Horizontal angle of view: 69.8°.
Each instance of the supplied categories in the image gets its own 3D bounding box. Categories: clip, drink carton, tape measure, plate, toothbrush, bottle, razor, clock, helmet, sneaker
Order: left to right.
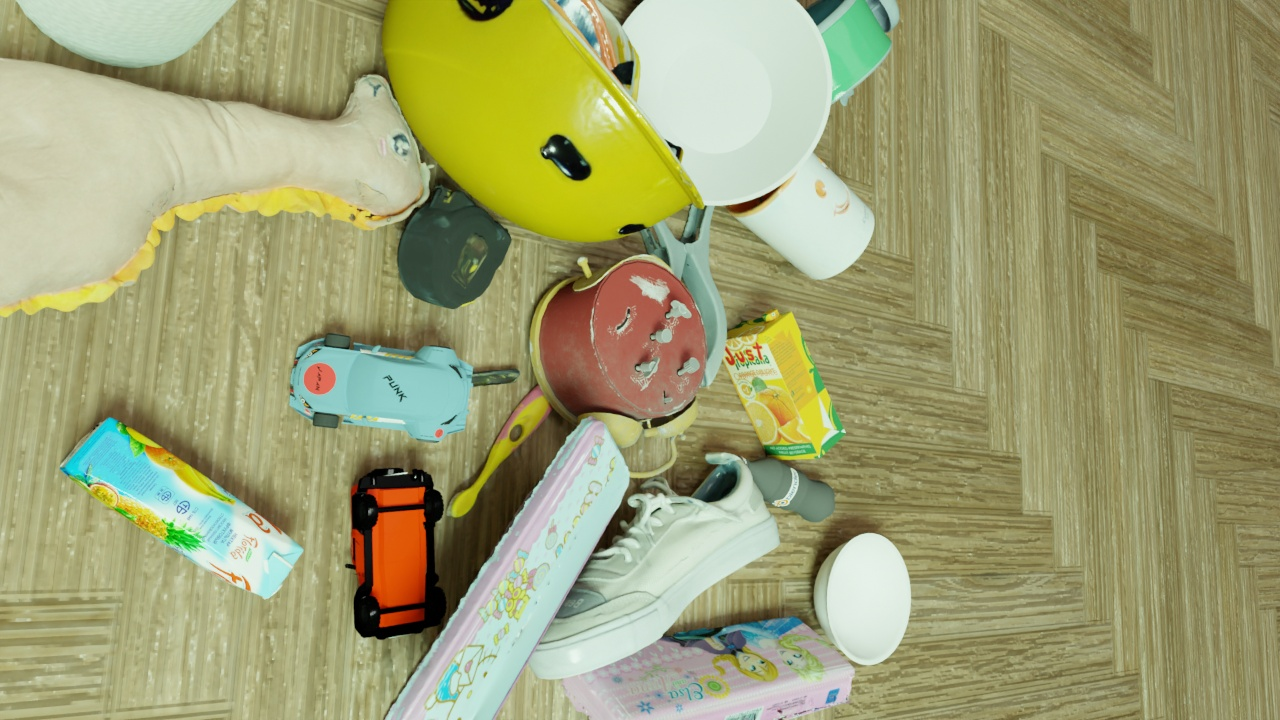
[{"bbox_3d":[-0.244,0.082,0.495,0.129,0.044,0.038,44,61,-23],"label":"drink carton"},{"bbox_3d":[-0.126,0.014,0.608,0.105,0.026,0.042,-5,85,-41],"label":"razor"},{"bbox_3d":[-0.122,-0.070,0.594,0.072,0.042,0.071,-67,158,-10],"label":"tape measure"},{"bbox_3d":[-0.090,0.056,0.632,0.021,0.016,0.135,50,54,-19],"label":"toothbrush"},{"bbox_3d":[-0.072,-0.159,0.566,0.209,0.140,0.239,40,23,-56],"label":"helmet"},{"bbox_3d":[-0.004,0.004,0.652,0.116,0.081,0.159,-8,86,-44],"label":"clock"},{"bbox_3d":[0.004,0.135,0.655,0.241,0.090,0.091,-23,94,-43],"label":"sneaker"},{"bbox_3d":[0.027,-0.059,0.727,0.090,0.027,0.162,4,81,-38],"label":"clip"},{"bbox_3d":[0.060,-0.210,0.720,0.174,0.036,0.174,1,98,4],"label":"plate"},{"bbox_3d":[0.115,0.020,0.763,0.041,0.058,0.122,-34,105,-35],"label":"drink carton"},{"bbox_3d":[0.118,0.105,0.769,0.109,0.036,0.036,27,69,-32],"label":"bottle"},{"bbox_3d":[0.161,-0.268,0.791,0.161,0.122,0.075,-48,111,-23],"label":"clock"}]

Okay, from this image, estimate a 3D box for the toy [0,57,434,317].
[{"bbox_3d":[-0.242,-0.086,0.516,0.263,0.065,0.196,3,91,-43],"label":"toy"}]

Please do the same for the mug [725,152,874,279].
[{"bbox_3d":[0.136,-0.130,0.785,0.105,0.082,0.082,34,65,-30],"label":"mug"}]

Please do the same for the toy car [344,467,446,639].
[{"bbox_3d":[-0.151,0.116,0.558,0.051,0.049,0.100,1,84,-38],"label":"toy car"}]

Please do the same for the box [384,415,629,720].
[{"bbox_3d":[-0.077,0.143,0.557,0.062,0.140,0.213,31,63,1],"label":"box"}]

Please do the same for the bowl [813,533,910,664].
[{"bbox_3d":[0.185,0.206,0.804,0.109,0.041,0.110,6,81,-36],"label":"bowl"}]

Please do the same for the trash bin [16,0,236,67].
[{"bbox_3d":[-0.251,-0.224,0.455,0.133,0.162,0.133,5,81,-36],"label":"trash bin"}]

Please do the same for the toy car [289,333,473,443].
[{"bbox_3d":[-0.156,0.016,0.551,0.107,0.027,0.060,8,85,-10],"label":"toy car"}]

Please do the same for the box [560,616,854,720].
[{"bbox_3d":[0.049,0.260,0.683,0.230,0.085,0.091,4,110,-37],"label":"box"}]
